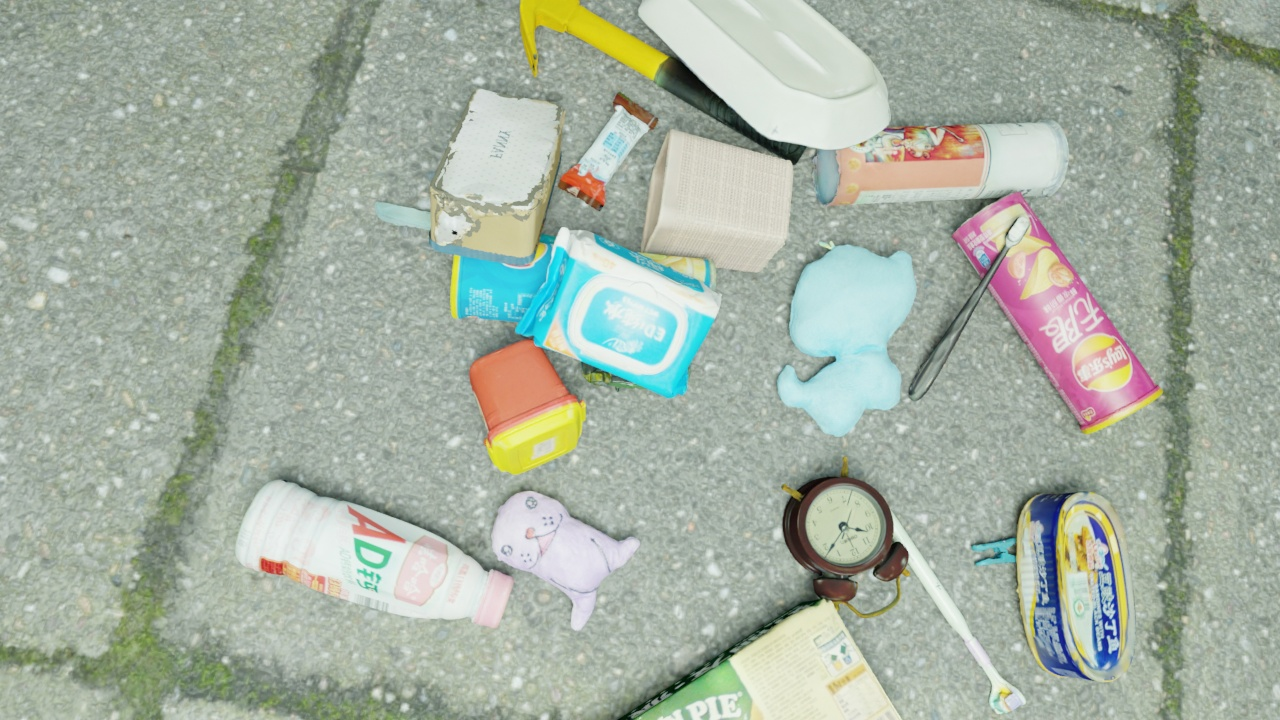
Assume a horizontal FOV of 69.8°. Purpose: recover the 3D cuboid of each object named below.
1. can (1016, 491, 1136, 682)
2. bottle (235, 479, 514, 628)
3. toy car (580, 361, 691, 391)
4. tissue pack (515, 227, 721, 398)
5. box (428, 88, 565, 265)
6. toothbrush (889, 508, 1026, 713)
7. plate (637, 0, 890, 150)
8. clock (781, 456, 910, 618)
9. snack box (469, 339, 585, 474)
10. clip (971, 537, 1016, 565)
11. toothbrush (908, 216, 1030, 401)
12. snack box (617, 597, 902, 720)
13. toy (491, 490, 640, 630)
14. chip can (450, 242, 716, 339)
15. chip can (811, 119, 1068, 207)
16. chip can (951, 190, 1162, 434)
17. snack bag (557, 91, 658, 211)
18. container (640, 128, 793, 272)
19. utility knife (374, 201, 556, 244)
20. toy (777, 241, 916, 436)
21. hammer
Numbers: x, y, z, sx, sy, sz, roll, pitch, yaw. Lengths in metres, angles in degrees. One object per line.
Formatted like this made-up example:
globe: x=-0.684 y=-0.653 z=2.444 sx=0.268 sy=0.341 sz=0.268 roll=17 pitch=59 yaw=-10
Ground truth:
can: x=0.349 y=0.180 z=0.738 sx=0.074 sy=0.049 sz=0.148 roll=4 pitch=77 yaw=-17
bottle: x=-0.193 y=0.149 z=0.683 sx=0.197 sy=0.068 sz=0.068 roll=19 pitch=72 yaw=-4
toy car: x=-0.005 y=0.004 z=0.762 sx=0.091 sy=0.036 sz=0.043 roll=7 pitch=74 yaw=-7
tissue pack: x=-0.014 y=-0.035 z=0.697 sx=0.140 sy=0.063 sz=0.090 roll=23 pitch=104 yaw=-11
box: x=-0.113 y=-0.157 z=0.751 sx=0.090 sy=0.061 sz=0.183 roll=12 pitch=42 yaw=-1
toothbrush: x=0.246 y=0.197 z=0.745 sx=0.020 sy=0.029 sz=0.189 roll=-14 pitch=69 yaw=-55
plate: x=0.113 y=-0.288 z=0.821 sx=0.161 sy=0.034 sz=0.265 roll=-25 pitch=63 yaw=-28
clock: x=0.163 y=0.143 z=0.728 sx=0.082 sy=0.055 sz=0.122 roll=-23 pitch=79 yaw=-6
snack box: x=-0.090 y=0.035 z=0.717 sx=0.082 sy=0.091 sz=0.080 roll=-22 pitch=70 yaw=-12
clip: x=0.303 y=0.159 z=0.766 sx=0.056 sy=0.014 sz=0.042 roll=-4 pitch=75 yaw=-10
toothbrush: x=0.280 y=-0.043 z=0.784 sx=0.015 sy=0.018 sz=0.181 roll=32 pitch=100 yaw=15
snack box: x=0.064 y=0.285 z=0.674 sx=0.239 sy=0.063 sz=0.114 roll=-29 pitch=79 yaw=-14
toy: x=-0.067 y=0.147 z=0.712 sx=0.108 sy=0.039 sz=0.083 roll=32 pitch=81 yaw=2
chip can: x=-0.047 y=-0.061 z=0.759 sx=0.210 sy=0.071 sz=0.071 roll=5 pitch=73 yaw=-6
chip can: x=0.268 y=-0.178 z=0.832 sx=0.214 sy=0.071 sz=0.071 roll=-4 pitch=74 yaw=-7
chip can: x=0.360 y=-0.043 z=0.802 sx=0.071 sy=0.071 sz=0.210 roll=-27 pitch=78 yaw=-14
snack bag: x=-0.028 y=-0.186 z=0.818 sx=0.048 sy=0.026 sz=0.104 roll=32 pitch=77 yaw=-10
container: x=0.065 y=-0.131 z=0.786 sx=0.111 sy=0.090 sz=0.090 roll=10 pitch=72 yaw=-8
utility knife: x=-0.123 y=-0.107 z=0.793 sx=0.216 sy=0.013 sz=0.029 roll=13 pitch=74 yaw=-6
toy: x=0.178 y=-0.027 z=0.788 sx=0.161 sy=0.050 sz=0.156 roll=-28 pitch=86 yaw=-6
hammer: x=0.021 y=-0.267 z=0.848 sx=0.301 sy=0.033 sz=0.128 roll=30 pitch=73 yaw=3
